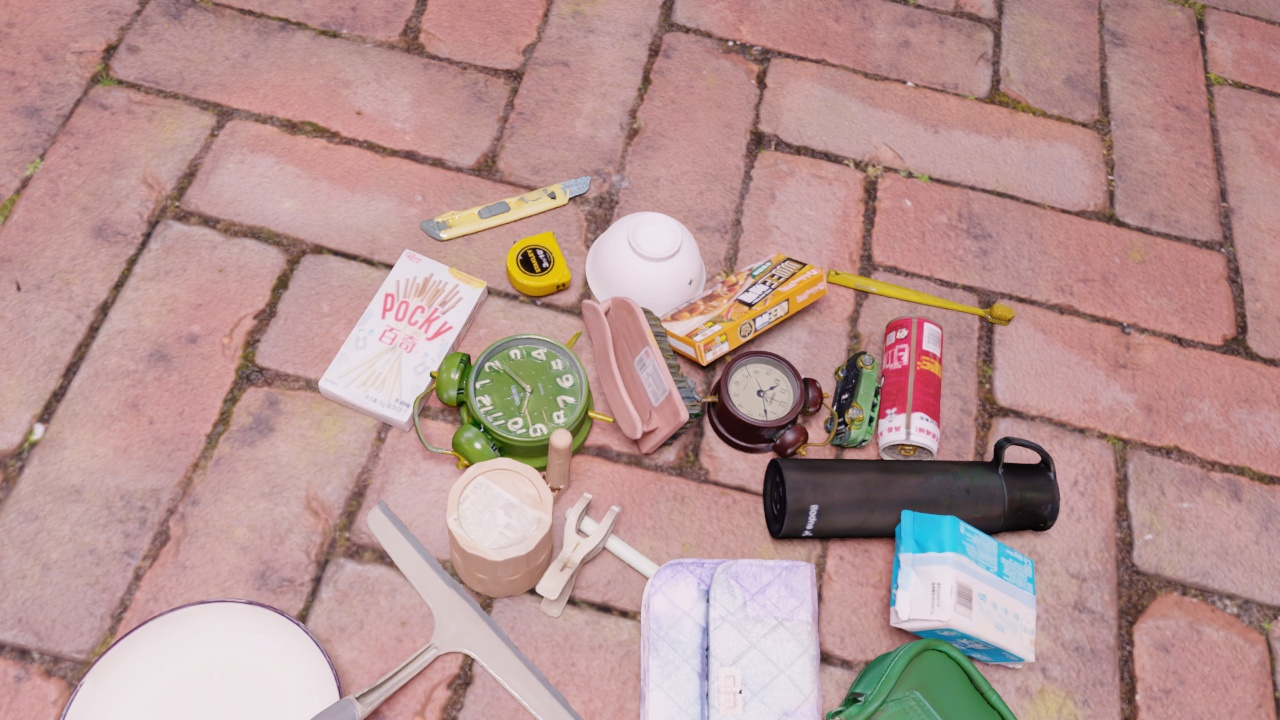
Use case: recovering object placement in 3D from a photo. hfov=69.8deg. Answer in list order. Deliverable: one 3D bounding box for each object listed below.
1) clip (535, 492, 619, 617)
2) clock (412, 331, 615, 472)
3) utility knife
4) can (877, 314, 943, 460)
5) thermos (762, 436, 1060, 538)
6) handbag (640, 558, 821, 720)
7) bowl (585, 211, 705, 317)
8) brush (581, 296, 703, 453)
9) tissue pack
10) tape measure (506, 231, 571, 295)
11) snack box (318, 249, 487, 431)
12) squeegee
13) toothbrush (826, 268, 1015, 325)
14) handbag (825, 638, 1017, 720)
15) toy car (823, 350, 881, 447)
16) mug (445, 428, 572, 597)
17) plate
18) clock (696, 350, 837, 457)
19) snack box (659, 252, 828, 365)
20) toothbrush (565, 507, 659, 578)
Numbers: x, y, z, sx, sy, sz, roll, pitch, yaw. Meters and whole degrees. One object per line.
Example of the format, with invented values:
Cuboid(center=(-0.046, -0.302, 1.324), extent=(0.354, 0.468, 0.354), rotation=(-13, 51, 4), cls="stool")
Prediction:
Cuboid(center=(-0.053, 0.152, 0.730), extent=(0.034, 0.060, 0.097), rotation=(26, 63, 11), cls="clip")
Cuboid(center=(-0.112, 0.037, 0.784), extent=(0.161, 0.056, 0.116), rotation=(-16, 65, -15), cls="clock")
Cuboid(center=(-0.128, -0.150, 0.905), extent=(0.177, 0.019, 0.031), rotation=(-19, 73, -21), cls="utility knife")
Cuboid(center=(0.248, 0.027, 0.840), extent=(0.053, 0.053, 0.132), rotation=(13, 62, -1), cls="can")
Cuboid(center=(0.231, 0.106, 0.782), extent=(0.242, 0.090, 0.068), rotation=(0, 20, -8), cls="thermos")
Cuboid(center=(0.068, 0.246, 0.678), extent=(0.134, 0.076, 0.193), rotation=(2, 73, -6), cls="handbag")
Cuboid(center=(0.009, -0.101, 0.867), extent=(0.118, 0.065, 0.118), rotation=(3, 62, -6), cls="bowl")
Cuboid(center=(-0.005, 0.005, 0.805), extent=(0.073, 0.063, 0.145), rotation=(0, 57, -39), cls="brush")
Cuboid(center=(0.258, 0.185, 0.737), extent=(0.140, 0.063, 0.089), rotation=(27, 58, -25), cls="tissue pack")
Cuboid(center=(-0.098, -0.088, 0.866), extent=(0.057, 0.029, 0.060), rotation=(-18, 67, -17), cls="tape measure")
Cuboid(center=(-0.208, -0.020, 0.818), extent=(0.085, 0.027, 0.156), rotation=(22, 63, 4), cls="snack box")
Cuboid(center=(-0.197, 0.239, 0.639), extent=(0.246, 0.039, 0.245), rotation=(43, 32, 14), cls="squeegee")
Cuboid(center=(0.279, -0.065, 0.913), extent=(0.190, 0.017, 0.015), rotation=(13, 61, -1), cls="toothbrush")
Cuboid(center=(0.215, 0.284, 0.683), extent=(0.120, 0.068, 0.131), rotation=(-27, 71, -36), cls="handbag")
Cuboid(center=(0.196, 0.036, 0.834), extent=(0.036, 0.043, 0.091), rotation=(19, 69, -15), cls="toy car")
Cuboid(center=(-0.096, 0.117, 0.719), extent=(0.084, 0.104, 0.124), rotation=(36, 64, 11), cls="mug")
Cuboid(center=(-0.306, 0.268, 0.648), extent=(0.192, 0.039, 0.192), rotation=(3, 62, -6), cls="plate")
Cuboid(center=(0.115, 0.040, 0.814), extent=(0.122, 0.055, 0.081), rotation=(24, 62, 8), cls="clock")
Cuboid(center=(0.093, -0.050, 0.852), extent=(0.153, 0.026, 0.075), rotation=(-30, 33, -22), cls="snack box")
Cuboid(center=(0.015, 0.178, 0.752), extent=(0.189, 0.020, 0.029), rotation=(34, 57, 11), cls="toothbrush")
